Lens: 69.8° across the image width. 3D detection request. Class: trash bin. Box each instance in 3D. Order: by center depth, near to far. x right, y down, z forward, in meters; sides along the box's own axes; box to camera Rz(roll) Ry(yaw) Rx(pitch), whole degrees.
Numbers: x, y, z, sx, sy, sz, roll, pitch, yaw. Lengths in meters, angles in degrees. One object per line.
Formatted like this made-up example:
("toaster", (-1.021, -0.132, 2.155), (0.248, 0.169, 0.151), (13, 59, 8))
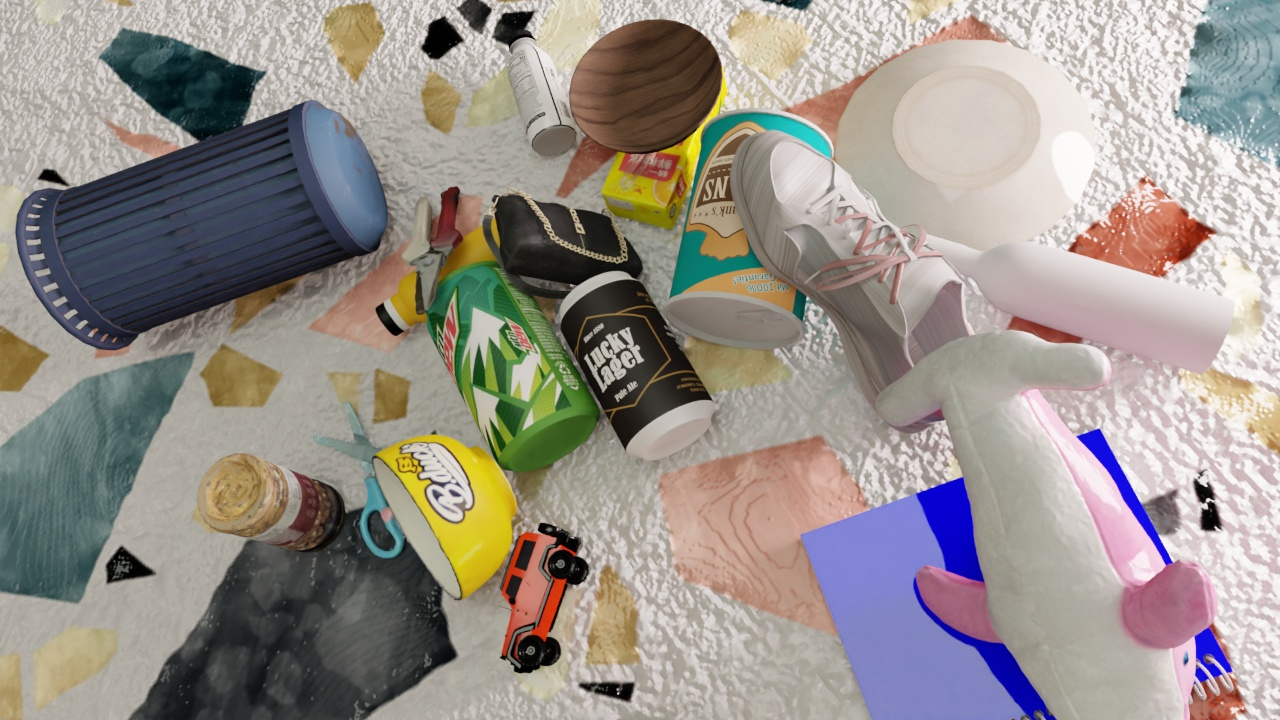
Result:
("trash bin", (-0.344, -0.113, 0.749), (0.249, 0.139, 0.139), (-18, 69, 4))

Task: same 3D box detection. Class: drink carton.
("drink carton", (0.021, -0.177, 0.738), (0.058, 0.043, 0.134), (18, 77, 17))

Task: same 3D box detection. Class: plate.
("plate", (0.244, -0.170, 0.693), (0.189, 0.027, 0.188), (-4, 71, 11))

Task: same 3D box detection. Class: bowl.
("bowl", (-0.130, 0.101, 0.645), (0.067, 0.117, 0.117), (-30, 66, -25))
("bowl", (0.006, -0.205, 0.710), (0.119, 0.032, 0.119), (-4, 70, 12))

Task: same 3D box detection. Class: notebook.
("notebook", (0.233, 0.158, 0.589), (0.209, 0.022, 0.171), (-21, 67, 5))

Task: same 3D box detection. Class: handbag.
("handbag", (-0.060, -0.091, 0.699), (0.054, 0.128, 0.079), (-55, 41, 36))

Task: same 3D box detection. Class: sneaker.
("sneaker", (0.154, -0.057, 0.587), (0.099, 0.090, 0.236), (-43, 101, -27))

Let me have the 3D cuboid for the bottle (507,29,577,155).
("bottle", (-0.088, -0.232, 0.782), (0.041, 0.041, 0.116), (-21, 68, 5))

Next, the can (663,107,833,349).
("can", (0.079, -0.092, 0.665), (0.099, 0.099, 0.143), (8, 73, 15))

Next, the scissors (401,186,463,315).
("scissors", (-0.156, -0.091, 0.710), (0.139, 0.015, 0.189), (-39, 37, -22))

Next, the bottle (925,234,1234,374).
("bottle", (0.288, -0.048, 0.628), (0.195, 0.052, 0.052), (21, 77, 18))

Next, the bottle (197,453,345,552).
("bottle", (-0.267, 0.106, 0.672), (0.056, 0.105, 0.056), (-4, 70, 11))

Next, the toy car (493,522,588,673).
("toy car", (-0.072, 0.165, 0.638), (0.049, 0.051, 0.100), (15, 75, 14))

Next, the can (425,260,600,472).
("can", (-0.098, 0.003, 0.681), (0.083, 0.083, 0.144), (-32, 68, 0))

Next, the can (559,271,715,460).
("can", (-0.004, 0.004, 0.666), (0.072, 0.072, 0.128), (-30, 68, 1))

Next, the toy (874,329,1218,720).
("toy", (0.249, 0.101, 0.531), (0.127, 0.187, 0.265), (-25, 91, -34))

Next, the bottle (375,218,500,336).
("bottle", (-0.146, -0.071, 0.739), (0.143, 0.043, 0.043), (-34, 68, 0))

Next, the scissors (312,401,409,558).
("scissors", (-0.193, 0.078, 0.716), (0.118, 0.015, 0.139), (-29, 73, 1))
